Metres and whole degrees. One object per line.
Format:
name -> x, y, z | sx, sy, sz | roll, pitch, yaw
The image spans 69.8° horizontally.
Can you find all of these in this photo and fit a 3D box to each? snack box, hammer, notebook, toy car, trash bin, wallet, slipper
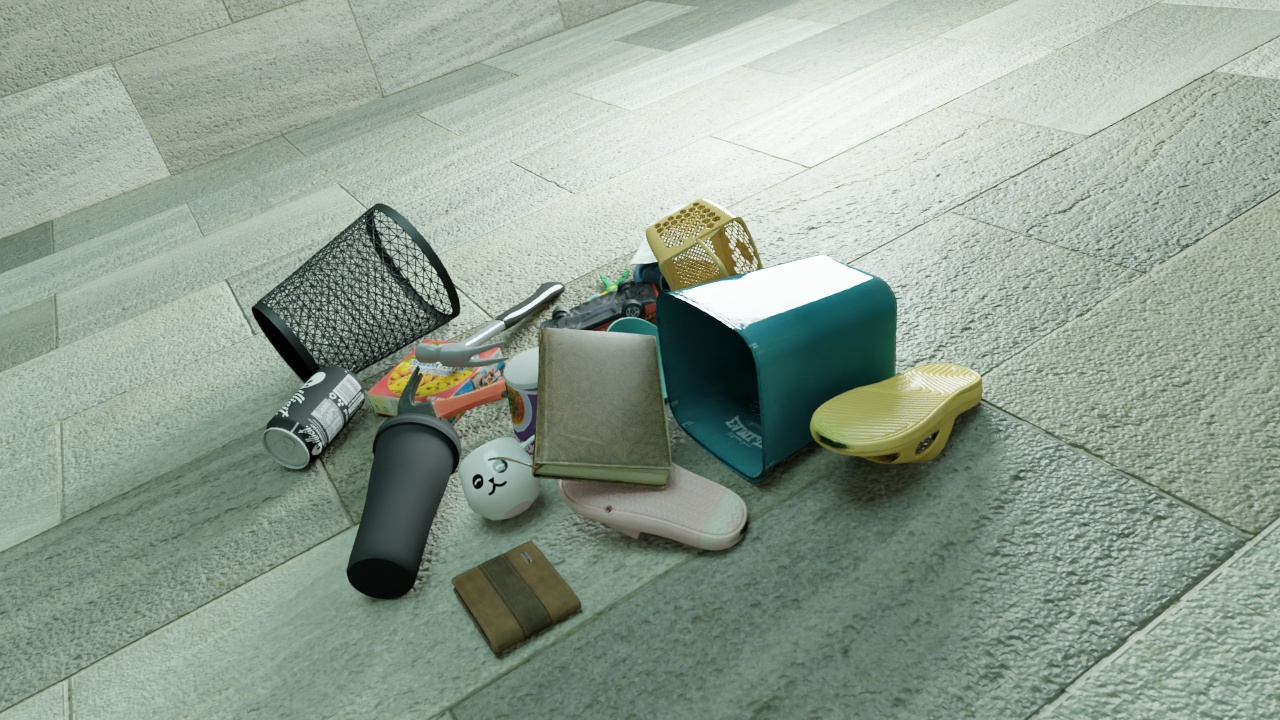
snack box -> -0.292, 0.029, 1.320 | 0.143, 0.040, 0.144 | 6, 38, 28
hammer -> -0.197, -0.061, 1.383 | 0.125, 0.029, 0.309 | 4, 25, 25
notebook -> -0.064, 0.047, 1.018 | 0.190, 0.035, 0.215 | 5, 43, -10
hammer -> -0.160, 0.031, 1.230 | 0.332, 0.033, 0.133 | -18, 63, -12
toy car -> -0.060, -0.062, 1.351 | 0.189, 0.056, 0.081 | -20, 31, 4
trash bin -> 0.164, -0.009, 1.066 | 0.218, 0.199, 0.196 | -22, 33, -24
wallet -> -0.130, 0.240, 0.944 | 0.098, 0.027, 0.121 | -25, 32, -21
slipper -> 0.285, 0.069, 0.994 | 0.262, 0.078, 0.100 | -20, 28, -41
slipper -> 0.070, -0.122, 1.389 | 0.103, 0.059, 0.214 | -27, 35, -22
slipper -> 0.009, 0.153, 0.993 | 0.222, 0.056, 0.106 | 15, 43, 23
trash bin -> -0.444, -0.086, 1.418 | 0.242, 0.217, 0.217 | -40, 40, -24

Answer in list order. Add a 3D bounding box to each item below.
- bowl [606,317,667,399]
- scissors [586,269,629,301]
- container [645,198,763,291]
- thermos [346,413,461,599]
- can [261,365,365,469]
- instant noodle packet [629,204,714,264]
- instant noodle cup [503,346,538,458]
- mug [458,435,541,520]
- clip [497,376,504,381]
bowl -> -0.007, 0.007, 1.208 | 0.046, 0.121, 0.120 | -41, 9, 45
scissors -> -0.052, -0.109, 1.463 | 0.116, 0.012, 0.129 | -23, 34, -12
container -> 0.100, -0.100, 1.206 | 0.129, 0.183, 0.167 | -29, 43, -4
thermos -> -0.275, 0.164, 1.057 | 0.106, 0.106, 0.218 | -10, 38, 8
can -> -0.451, 0.077, 1.275 | 0.080, 0.080, 0.145 | -1, 35, 21
instant noodle packet -> 0.068, -0.194, 1.450 | 0.147, 0.057, 0.268 | -3, 20, 7
instant noodle cup -> -0.119, 0.057, 1.129 | 0.136, 0.122, 0.122 | -20, 32, -8
mug -> -0.144, 0.130, 1.051 | 0.124, 0.090, 0.076 | -33, 69, -1
clip -> -0.173, 0.029, 1.294 | 0.059, 0.050, 0.023 | -47, 12, 33
